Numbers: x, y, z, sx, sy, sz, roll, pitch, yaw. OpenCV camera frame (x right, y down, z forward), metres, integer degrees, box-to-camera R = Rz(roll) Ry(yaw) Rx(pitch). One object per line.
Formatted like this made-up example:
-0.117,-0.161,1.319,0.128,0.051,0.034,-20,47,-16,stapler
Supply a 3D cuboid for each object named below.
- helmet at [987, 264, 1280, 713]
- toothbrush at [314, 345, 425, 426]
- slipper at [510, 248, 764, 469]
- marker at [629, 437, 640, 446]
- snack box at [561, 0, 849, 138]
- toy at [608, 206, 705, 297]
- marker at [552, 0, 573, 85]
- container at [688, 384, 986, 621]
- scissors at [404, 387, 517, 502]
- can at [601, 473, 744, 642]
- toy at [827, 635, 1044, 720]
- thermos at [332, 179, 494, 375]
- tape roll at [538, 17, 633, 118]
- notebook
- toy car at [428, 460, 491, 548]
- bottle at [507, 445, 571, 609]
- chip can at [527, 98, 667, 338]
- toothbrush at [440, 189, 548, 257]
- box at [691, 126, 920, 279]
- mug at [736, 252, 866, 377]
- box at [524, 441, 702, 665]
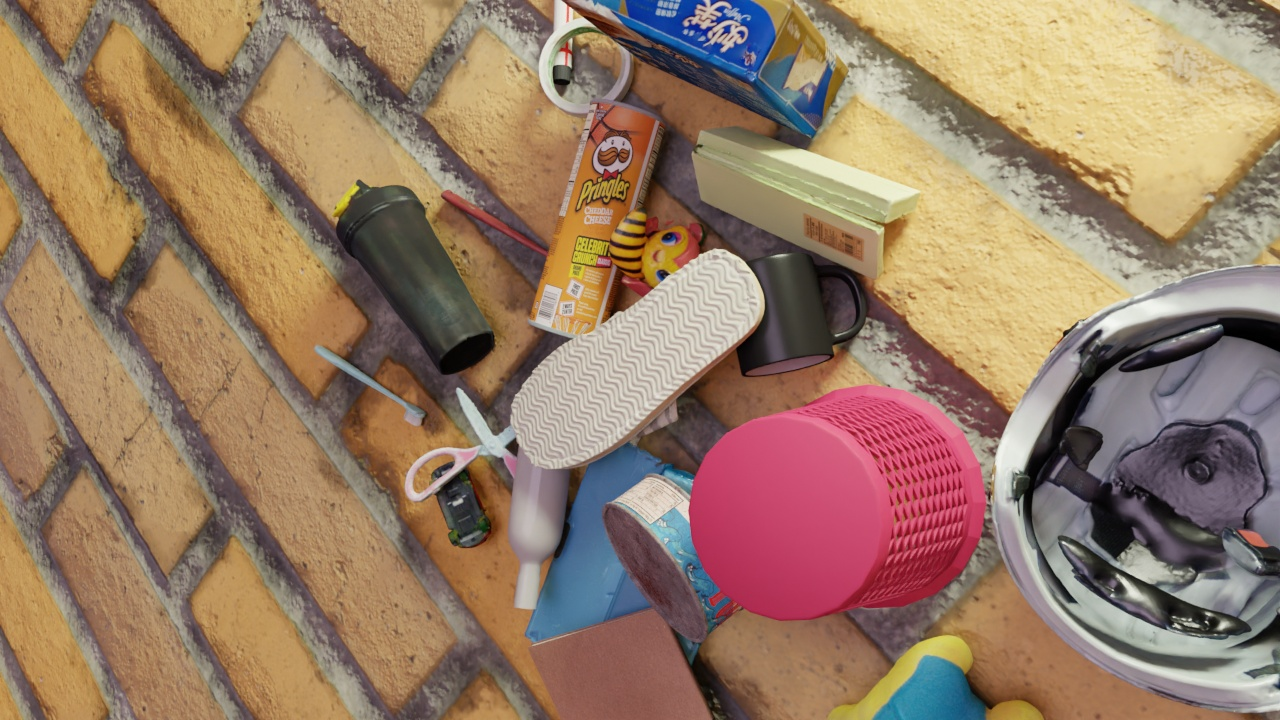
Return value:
0.359,0.076,0.588,0.236,0.163,0.264,35,96,21,helmet
-0.306,0.025,1.026,0.181,0.016,0.017,30,109,26,toothbrush
-0.005,0.005,0.792,0.273,0.054,0.114,-35,67,28,slipper
0.013,0.027,0.857,0.134,0.017,0.020,-64,27,9,marker
0.056,-0.276,0.778,0.203,0.154,0.069,33,102,26,snack box
0.017,-0.095,0.833,0.084,0.103,0.046,-56,23,17,toy
-0.078,-0.353,0.930,0.019,0.019,0.145,0,86,28,marker
0.138,0.105,0.666,0.183,0.225,0.183,-2,85,28,container
-0.151,0.104,0.915,0.172,0.013,0.170,-35,79,2,scissors
0.026,0.156,0.726,0.044,0.130,0.130,-33,66,-22,can
0.248,0.318,0.675,0.149,0.083,0.214,-49,64,18,toy
-0.237,-0.092,0.955,0.098,0.098,0.220,-41,73,19,thermos
-0.053,-0.287,0.900,0.094,0.018,0.094,-1,87,12,tape roll
0.002,0.327,0.808,0.142,0.008,0.209,-23,93,24,notebook
-0.183,0.148,0.936,0.042,0.036,0.091,-27,71,3,toy car
-0.096,0.134,0.869,0.053,0.052,0.195,1,78,28,bottle
-0.041,-0.128,0.863,0.075,0.075,0.215,19,95,28,chip can
-0.136,-0.137,0.947,0.190,0.016,0.016,31,96,26,toothbrush
0.132,-0.146,0.775,0.188,0.077,0.090,31,101,27,box
0.132,-0.041,0.772,0.113,0.078,0.088,-10,80,0,mug
-0.012,0.199,0.833,0.177,0.047,0.232,24,100,24,box
